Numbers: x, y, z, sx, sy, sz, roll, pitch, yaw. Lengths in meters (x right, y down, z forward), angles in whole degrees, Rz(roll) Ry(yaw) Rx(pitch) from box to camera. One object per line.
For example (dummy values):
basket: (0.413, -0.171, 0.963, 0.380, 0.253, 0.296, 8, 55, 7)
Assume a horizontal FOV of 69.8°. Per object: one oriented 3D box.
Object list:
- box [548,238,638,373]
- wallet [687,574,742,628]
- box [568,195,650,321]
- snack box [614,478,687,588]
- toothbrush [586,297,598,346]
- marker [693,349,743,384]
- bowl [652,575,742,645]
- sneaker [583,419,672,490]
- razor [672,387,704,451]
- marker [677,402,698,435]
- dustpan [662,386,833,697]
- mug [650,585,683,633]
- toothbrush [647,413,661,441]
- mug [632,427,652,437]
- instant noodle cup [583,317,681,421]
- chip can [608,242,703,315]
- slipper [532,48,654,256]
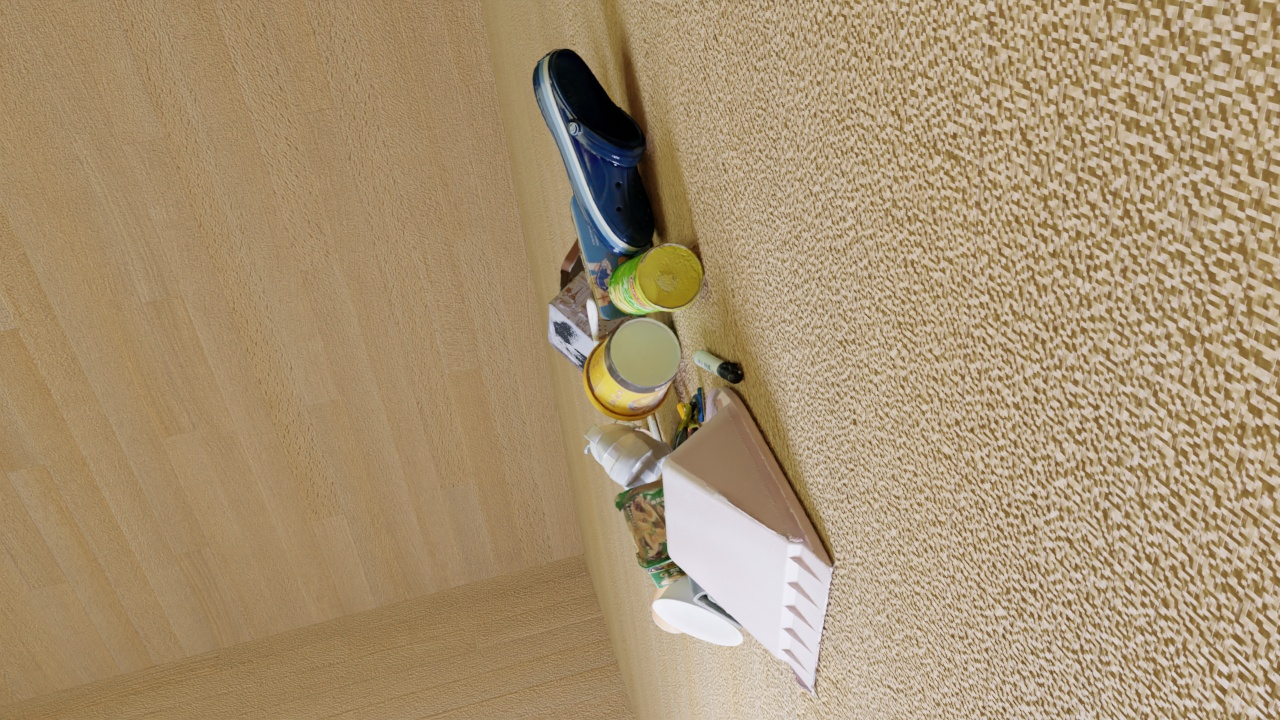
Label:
box: (-0.049, -0.087, 1.417, 0.226, 0.156, 0.180, -62, -5, -21)
wallet: (0.087, 0.232, 1.050, 0.106, 0.037, 0.129, 40, -157, -36)
box: (-0.033, -0.145, 1.181, 0.059, 0.089, 0.184, -159, 52, -80)
snack box: (0.040, 0.231, 1.193, 0.106, 0.117, 0.118, 82, 169, -48)
toothbrush: (-0.058, -0.037, 1.228, 0.016, 0.016, 0.180, 37, 160, 19)
marker: (0.079, 0.004, 0.952, 0.131, 0.018, 0.022, -143, 49, -74)
bowl: (0.082, 0.299, 1.145, 0.118, 0.118, 0.064, 93, -160, -58)
sneaker: (-0.020, 0.129, 1.270, 0.091, 0.089, 0.242, 37, 179, 15)
razor: (0.049, 0.086, 1.032, 0.142, 0.022, 0.043, -65, -30, -54)
marker: (0.072, 0.096, 1.123, 0.123, 0.015, 0.018, -116, 15, -44)
dustpan: (0.124, 0.155, 0.922, 0.273, 0.138, 0.223, 36, 146, 31)
mug: (0.058, 0.341, 1.362, 0.123, 0.078, 0.078, 95, 160, -48)
toothbrush: (0.033, 0.158, 1.409, 0.016, 0.018, 0.191, 111, 145, -66)
mug: (-0.013, 0.170, 1.478, 0.103, 0.084, 0.124, 151, 118, -82)
instant noodle cup: (-0.007, 0.007, 1.177, 0.115, 0.118, 0.118, 123, 133, -67)
chip can: (0.012, -0.089, 1.048, 0.221, 0.072, 0.072, -175, 72, -80)
slipper: (-0.037, -0.251, 1.078, 0.095, 0.104, 0.253, -18, 101, 40)
